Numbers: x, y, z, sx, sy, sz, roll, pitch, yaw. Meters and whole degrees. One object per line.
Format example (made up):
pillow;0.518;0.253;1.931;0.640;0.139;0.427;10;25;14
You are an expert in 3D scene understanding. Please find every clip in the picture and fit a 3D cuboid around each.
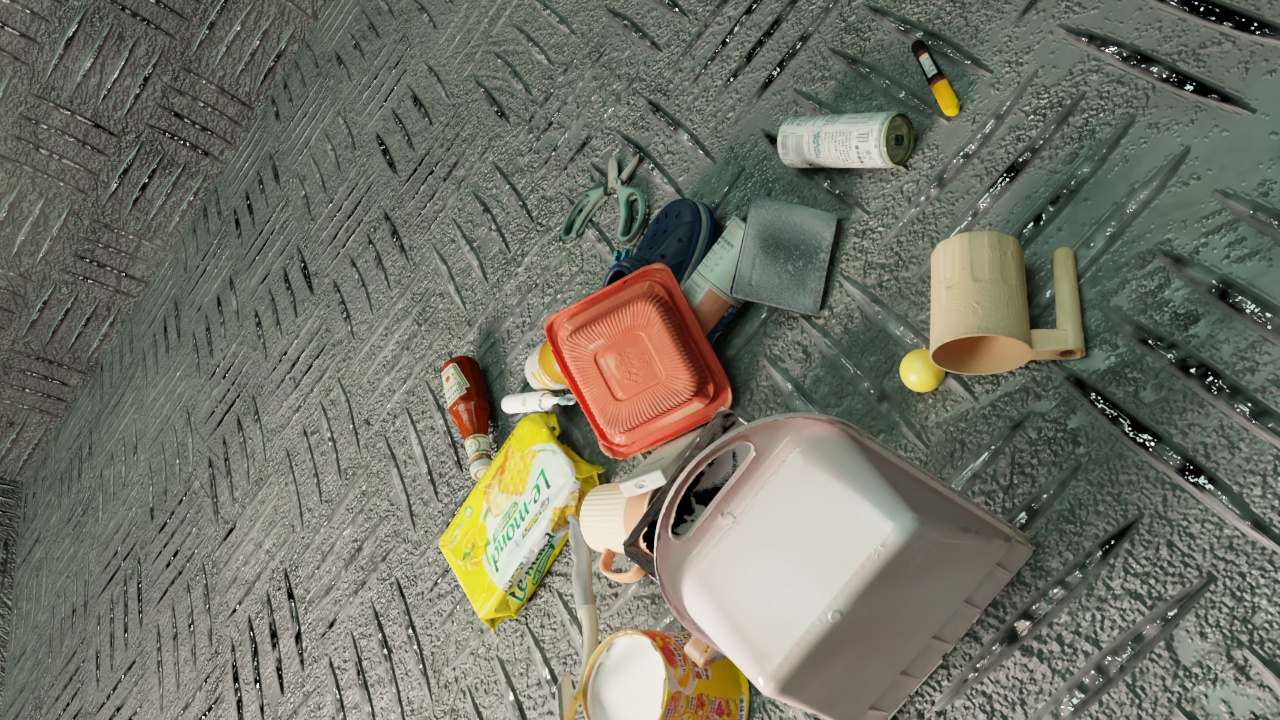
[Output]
clip;-0.029;-0.125;1.230;0.050;0.015;0.056;-3;67;42

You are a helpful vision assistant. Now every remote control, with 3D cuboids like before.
remote control;0.029;0.106;0.979;0.056;0.134;0.019;-24;95;29

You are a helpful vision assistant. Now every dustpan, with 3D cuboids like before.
dustpan;0.150;0.158;0.717;0.223;0.273;0.139;-51;46;7

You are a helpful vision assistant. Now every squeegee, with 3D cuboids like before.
squeegee;-0.064;0.274;0.980;0.247;0.039;0.246;94;177;-50

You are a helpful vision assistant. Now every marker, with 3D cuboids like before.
marker;0.313;-0.302;0.975;0.018;0.015;0.123;-33;47;28

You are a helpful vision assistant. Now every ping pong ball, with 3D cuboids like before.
ping pong ball;0.261;0.009;0.849;0.040;0.040;0.040;-22;56;37

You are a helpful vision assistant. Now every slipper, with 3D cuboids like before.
slipper;-0.002;-0.089;1.127;0.105;0.095;0.253;27;94;46

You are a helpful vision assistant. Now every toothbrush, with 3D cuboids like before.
toothbrush;-0.132;0.053;1.186;0.221;0.026;0.027;-8;95;62

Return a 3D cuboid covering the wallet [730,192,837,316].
wallet;0.154;-0.113;0.986;0.019;0.097;0.120;114;170;-78

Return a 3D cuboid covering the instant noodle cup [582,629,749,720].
instant noodle cup;0.019;0.321;0.884;0.138;0.109;0.137;-22;56;36

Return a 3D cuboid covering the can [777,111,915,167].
can;0.221;-0.240;1.001;0.147;0.058;0.058;14;80;47

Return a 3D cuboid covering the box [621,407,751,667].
box;0.078;0.154;0.821;0.157;0.193;0.183;36;94;16

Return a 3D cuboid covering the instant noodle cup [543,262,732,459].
instant noodle cup;-0.006;0.006;0.998;0.165;0.079;0.189;-28;91;10

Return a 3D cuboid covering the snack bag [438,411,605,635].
snack bag;-0.149;0.196;1.148;0.246;0.068;0.158;-56;42;7

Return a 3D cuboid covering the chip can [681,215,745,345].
chip can;0.070;-0.059;1.052;0.215;0.071;0.071;-53;43;12

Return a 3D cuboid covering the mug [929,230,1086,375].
mug;0.317;-0.051;0.803;0.125;0.084;0.103;-2;66;19

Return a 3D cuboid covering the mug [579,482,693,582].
mug;-0.008;0.185;0.995;0.106;0.081;0.114;-10;50;44

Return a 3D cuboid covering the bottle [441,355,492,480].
bottle;-0.241;0.081;1.305;0.060;0.059;0.205;-42;45;22

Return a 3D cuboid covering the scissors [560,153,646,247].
scissors;-0.054;-0.207;1.294;0.179;0.019;0.170;-32;52;32

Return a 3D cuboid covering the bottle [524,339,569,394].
bottle;-0.095;0.000;1.141;0.190;0.068;0.068;154;132;-70
